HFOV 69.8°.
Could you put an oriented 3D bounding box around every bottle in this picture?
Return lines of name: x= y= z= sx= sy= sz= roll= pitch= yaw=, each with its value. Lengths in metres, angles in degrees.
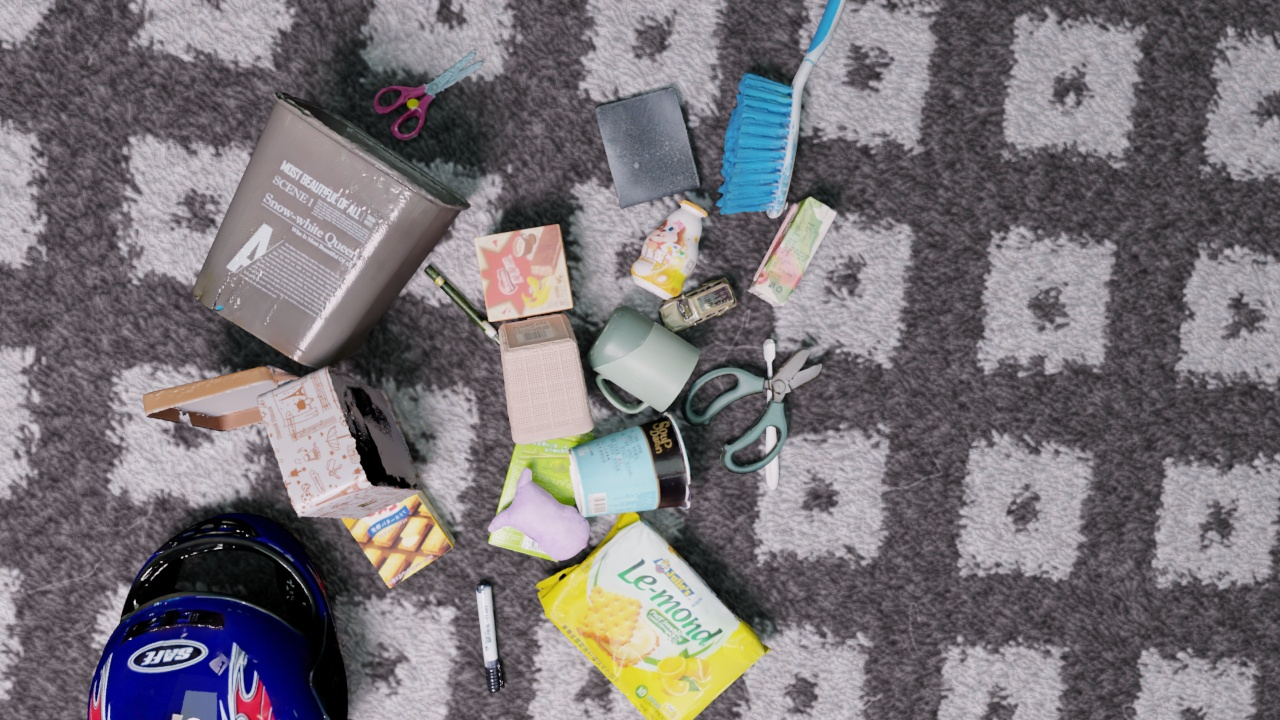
bottle: x=0.036 y=-0.126 z=1.033 sx=0.063 sy=0.063 sz=0.108 roll=28 pitch=91 yaw=-5

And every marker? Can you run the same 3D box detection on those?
marker: x=-0.176 y=0.323 z=1.073 sx=0.022 sy=0.018 sz=0.131 roll=-6 pitch=95 yaw=-12

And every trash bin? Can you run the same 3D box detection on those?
trash bin: x=-0.323 y=-0.128 z=0.950 sx=0.199 sy=0.198 sz=0.220 roll=33 pitch=97 yaw=-6

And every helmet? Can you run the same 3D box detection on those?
helmet: x=-0.436 y=0.332 z=0.946 sx=0.247 sy=0.240 sz=0.315 roll=-8 pitch=94 yaw=-5

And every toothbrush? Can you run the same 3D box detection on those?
toothbrush: x=-0.176 y=-0.042 z=1.050 sx=0.186 sy=0.012 sz=0.017 roll=45 pitch=84 yaw=-5
toothbrush: x=0.153 y=0.064 z=1.080 sx=0.016 sy=0.016 sz=0.180 roll=-2 pitch=96 yaw=6

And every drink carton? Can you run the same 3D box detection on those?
drink carton: x=0.170 y=-0.124 z=1.047 sx=0.045 sy=0.053 sz=0.122 roll=29 pitch=91 yaw=-5

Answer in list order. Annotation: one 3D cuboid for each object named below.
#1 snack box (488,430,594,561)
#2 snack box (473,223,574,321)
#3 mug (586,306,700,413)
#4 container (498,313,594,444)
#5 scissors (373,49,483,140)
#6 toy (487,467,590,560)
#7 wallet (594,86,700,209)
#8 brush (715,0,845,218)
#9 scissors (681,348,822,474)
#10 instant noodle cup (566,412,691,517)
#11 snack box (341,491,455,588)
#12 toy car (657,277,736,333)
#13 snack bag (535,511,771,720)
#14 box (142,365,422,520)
snack box: x=-0.114 y=0.146 z=1.060 sx=0.086 sy=0.026 sz=0.156 roll=15 pitch=93 yaw=-5
snack box: x=-0.127 y=-0.096 z=1.017 sx=0.094 sy=0.077 sz=0.093 roll=-9 pitch=95 yaw=-3
mug: x=-0.006 y=0.006 z=1.036 sx=0.106 sy=0.082 sz=0.112 roll=31 pitch=117 yaw=-6
container: x=-0.106 y=0.017 z=0.999 sx=0.090 sy=0.090 sz=0.111 roll=-10 pitch=118 yaw=-8
scissors: x=-0.238 y=-0.310 z=1.028 sx=0.137 sy=0.017 sz=0.072 roll=-44 pitch=86 yaw=-4
toy: x=-0.107 y=0.183 z=1.029 sx=0.108 sy=0.039 sz=0.084 roll=34 pitch=91 yaw=-9
wallet: x=0.008 y=-0.243 z=1.047 sx=0.097 sy=0.019 sz=0.121 roll=-15 pitch=93 yaw=-2
brush: x=0.164 y=-0.311 z=1.038 sx=0.109 sy=0.060 sz=0.314 roll=9 pitch=91 yaw=-10
scissors: x=0.125 y=0.038 z=1.061 sx=0.161 sy=0.019 sz=0.179 roll=35 pitch=100 yaw=1
instant noodle cup: x=-0.016 y=0.122 z=1.017 sx=0.120 sy=0.111 sz=0.111 roll=-11 pitch=94 yaw=-10
snack box: x=-0.286 y=0.177 z=1.048 sx=0.087 sy=0.034 sz=0.140 roll=-33 pitch=93 yaw=-2
toy car: x=0.064 y=-0.063 z=1.054 sx=0.090 sy=0.035 sz=0.042 roll=-23 pitch=94 yaw=0
snack bag: x=0.014 y=0.301 z=1.058 sx=0.158 sy=0.068 sz=0.246 roll=-43 pitch=96 yaw=0
box: x=-0.356 y=0.097 z=0.943 sx=0.217 sy=0.180 sz=0.157 roll=-13 pitch=80 yaw=-1
